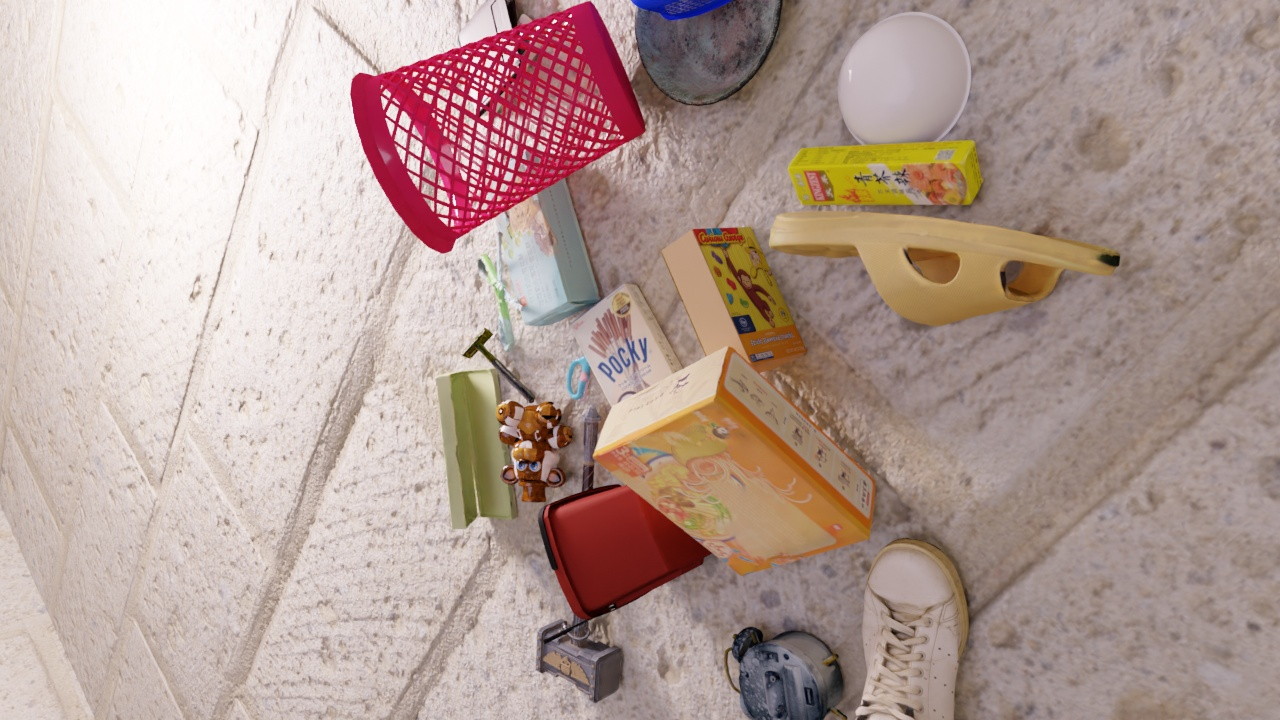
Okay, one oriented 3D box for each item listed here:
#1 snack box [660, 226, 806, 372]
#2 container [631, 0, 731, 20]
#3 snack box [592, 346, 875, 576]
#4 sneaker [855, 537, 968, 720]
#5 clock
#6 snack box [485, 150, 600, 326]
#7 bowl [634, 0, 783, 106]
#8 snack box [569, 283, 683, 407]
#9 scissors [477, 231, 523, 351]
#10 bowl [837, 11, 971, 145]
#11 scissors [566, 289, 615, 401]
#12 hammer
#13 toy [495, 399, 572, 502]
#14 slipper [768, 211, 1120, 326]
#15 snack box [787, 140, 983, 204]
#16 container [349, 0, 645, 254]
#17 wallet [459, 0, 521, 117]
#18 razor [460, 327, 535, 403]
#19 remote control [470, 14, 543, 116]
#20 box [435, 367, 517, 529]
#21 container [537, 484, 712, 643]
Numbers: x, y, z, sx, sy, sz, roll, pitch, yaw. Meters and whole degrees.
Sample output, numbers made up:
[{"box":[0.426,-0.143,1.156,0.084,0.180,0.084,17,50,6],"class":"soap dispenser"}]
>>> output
[{"box":[0.083,-0.051,0.806,0.040,0.088,0.125,-31,77,40],"class":"snack box"},{"box":[0.038,-0.343,0.760,0.114,0.058,0.096,-6,94,41],"class":"container"},{"box":[0.082,0.088,0.784,0.195,0.080,0.145,41,134,-22],"class":"snack box"},{"box":[0.209,0.270,0.744,0.089,0.102,0.241,-1,96,41],"class":"sneaker"},{"box":[0.128,0.297,0.853,0.130,0.052,0.090,-6,94,40],"class":"clock"},{"box":[-0.106,-0.129,0.977,0.075,0.053,0.174,-22,80,42],"class":"snack box"},{"box":[0.066,-0.305,0.809,0.158,0.038,0.157,8,103,40],"class":"bowl"},{"box":[-0.005,0.005,0.926,0.082,0.026,0.150,-36,75,28],"class":"snack box"},{"box":[-0.152,-0.072,1.017,0.171,0.023,0.169,-136,41,-60],"class":"scissors"},{"box":[0.195,-0.215,0.712,0.110,0.040,0.110,8,103,40],"class":"bowl"},{"box":[-0.035,-0.005,0.968,0.126,0.015,0.136,35,121,32],"class":"scissors"},{"box":[-0.062,0.206,1.010,0.099,0.044,0.322,13,105,39],"class":"hammer"},{"box":[-0.120,0.102,1.026,0.087,0.067,0.112,1,86,17],"class":"toy"},{"box":[0.209,-0.067,0.688,0.264,0.099,0.078,13,97,43],"class":"slipper"},{"box":[0.191,-0.147,0.725,0.148,0.028,0.040,8,141,40],"class":"snack box"},{"box":[-0.123,-0.229,0.865,0.226,0.183,0.183,-22,82,10],"class":"container"},{"box":[-0.162,-0.333,0.992,0.092,0.018,0.115,-31,60,41],"class":"wallet"},{"box":[-0.160,0.012,1.067,0.106,0.026,0.042,44,89,15],"class":"razor"},{"box":[-0.147,-0.321,1.005,0.126,0.018,0.038,-43,70,36],"class":"remote control"},{"box":[-0.207,0.105,1.110,0.078,0.089,0.188,-176,77,-71],"class":"box"},{"box":[-0.035,0.190,0.912,0.201,0.147,0.127,-28,78,31],"class":"container"}]
